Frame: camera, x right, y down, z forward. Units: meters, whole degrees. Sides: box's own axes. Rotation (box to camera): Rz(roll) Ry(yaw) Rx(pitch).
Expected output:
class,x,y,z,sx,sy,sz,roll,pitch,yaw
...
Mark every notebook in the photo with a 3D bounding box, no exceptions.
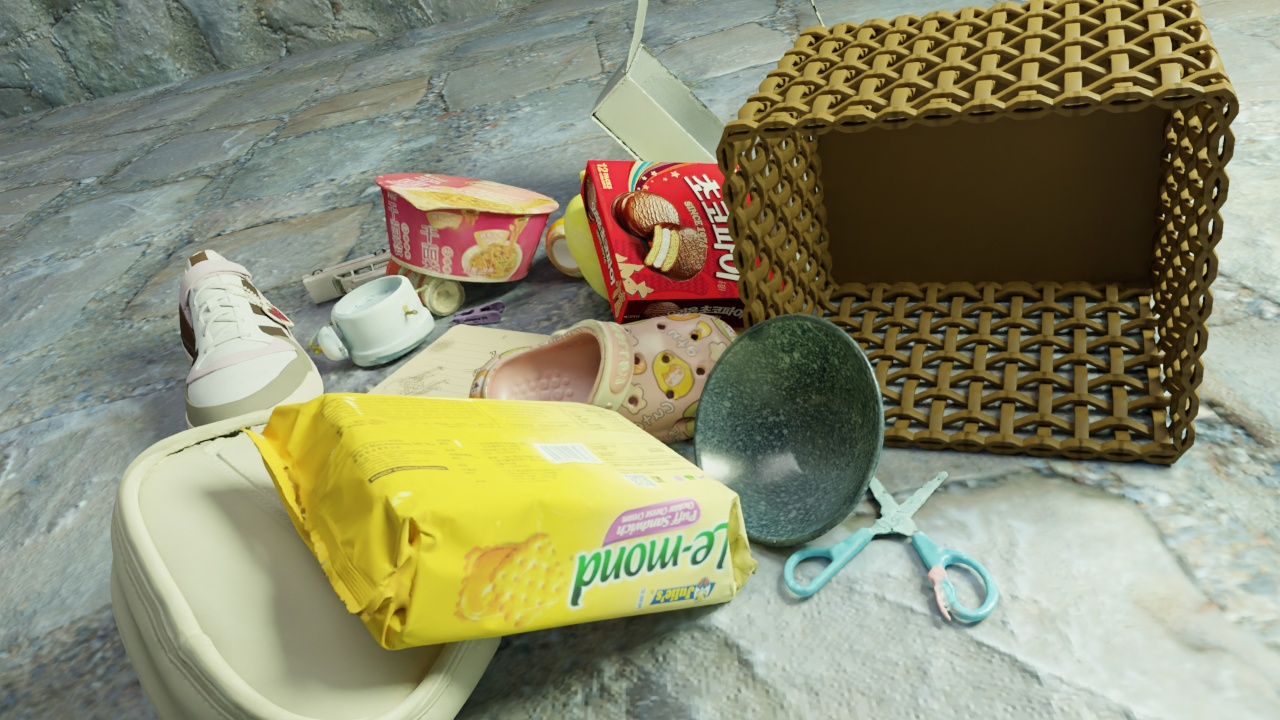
class,x,y,z,sx,sy,sz,roll,pitch,yaw
notebook,-0.155,0.040,0.719,0.168,0.024,0.224,8,37,34

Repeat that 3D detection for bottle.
class,x,y,z,sx,sy,sz,roll,pitch,yaw
bottle,-0.049,-0.129,0.921,0.063,0.063,0.108,3,31,25
bottle,-0.217,-0.078,0.921,0.044,0.044,0.109,-29,35,-25

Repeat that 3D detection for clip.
class,x,y,z,sx,sy,sz,roll,pitch,yaw
clip,-0.154,-0.044,0.868,0.051,0.013,0.032,-9,29,12

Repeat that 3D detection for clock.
class,x,y,z,sx,sy,sz,roll,pitch,yaw
clock,-0.251,-0.033,0.847,0.118,0.057,0.083,-17,30,8

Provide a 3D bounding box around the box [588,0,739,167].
class,x,y,z,sx,sy,sz,roll,pitch,yaw
box,0.038,-0.324,0.928,0.165,0.331,0.166,5,31,2

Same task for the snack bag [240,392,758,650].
class,x,y,z,sx,sy,sz,roll,pitch,yaw
snack bag,-0.065,0.072,0.487,0.246,0.068,0.160,5,20,-40

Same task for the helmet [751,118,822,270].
class,x,y,z,sx,sy,sz,roll,pitch,yaw
helmet,0.170,-0.173,0.848,0.271,0.118,0.182,-5,31,18

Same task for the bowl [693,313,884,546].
class,x,y,z,sx,sy,sz,roll,pitch,yaw
bowl,0.101,0.044,0.556,0.057,0.137,0.137,14,8,-43

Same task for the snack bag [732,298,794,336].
class,x,y,z,sx,sy,sz,roll,pitch,yaw
snack bag,0.084,-0.029,0.741,0.099,0.020,0.026,-34,44,-31

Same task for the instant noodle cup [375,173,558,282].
class,x,y,z,sx,sy,sz,roll,pitch,yaw
instant noodle cup,-0.175,-0.131,0.911,0.178,0.078,0.178,9,18,-3

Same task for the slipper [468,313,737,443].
class,x,y,z,sx,sy,sz,roll,pitch,yaw
slipper,-0.024,0.013,0.626,0.197,0.081,0.093,-12,70,0

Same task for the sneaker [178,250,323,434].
class,x,y,z,sx,sy,sz,roll,pitch,yaw
sneaker,-0.362,-0.023,0.813,0.111,0.116,0.294,-23,32,-15

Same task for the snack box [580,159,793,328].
class,x,y,z,sx,sy,sz,roll,pitch,yaw
snack box,0.033,-0.095,0.735,0.132,0.036,0.152,-3,53,-18

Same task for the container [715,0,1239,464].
class,x,y,z,sx,sy,sz,roll,pitch,yaw
container,0.214,-0.093,0.597,0.252,0.220,0.213,2,34,24

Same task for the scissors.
class,x,y,z,sx,sy,sz,roll,pitch,yaw
scissors,0.133,0.104,0.514,0.129,0.015,0.135,-14,24,-2

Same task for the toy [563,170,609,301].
class,x,y,z,sx,sy,sz,roll,pitch,yaw
toy,-0.004,-0.119,0.840,0.134,0.092,0.207,19,39,-7

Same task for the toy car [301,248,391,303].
class,x,y,z,sx,sy,sz,roll,pitch,yaw
toy car,-0.298,-0.086,0.976,0.113,0.039,0.039,-19,52,-8

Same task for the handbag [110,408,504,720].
class,x,y,z,sx,sy,sz,roll,pitch,yaw
handbag,-0.186,0.136,0.493,0.229,0.132,0.183,32,30,19
